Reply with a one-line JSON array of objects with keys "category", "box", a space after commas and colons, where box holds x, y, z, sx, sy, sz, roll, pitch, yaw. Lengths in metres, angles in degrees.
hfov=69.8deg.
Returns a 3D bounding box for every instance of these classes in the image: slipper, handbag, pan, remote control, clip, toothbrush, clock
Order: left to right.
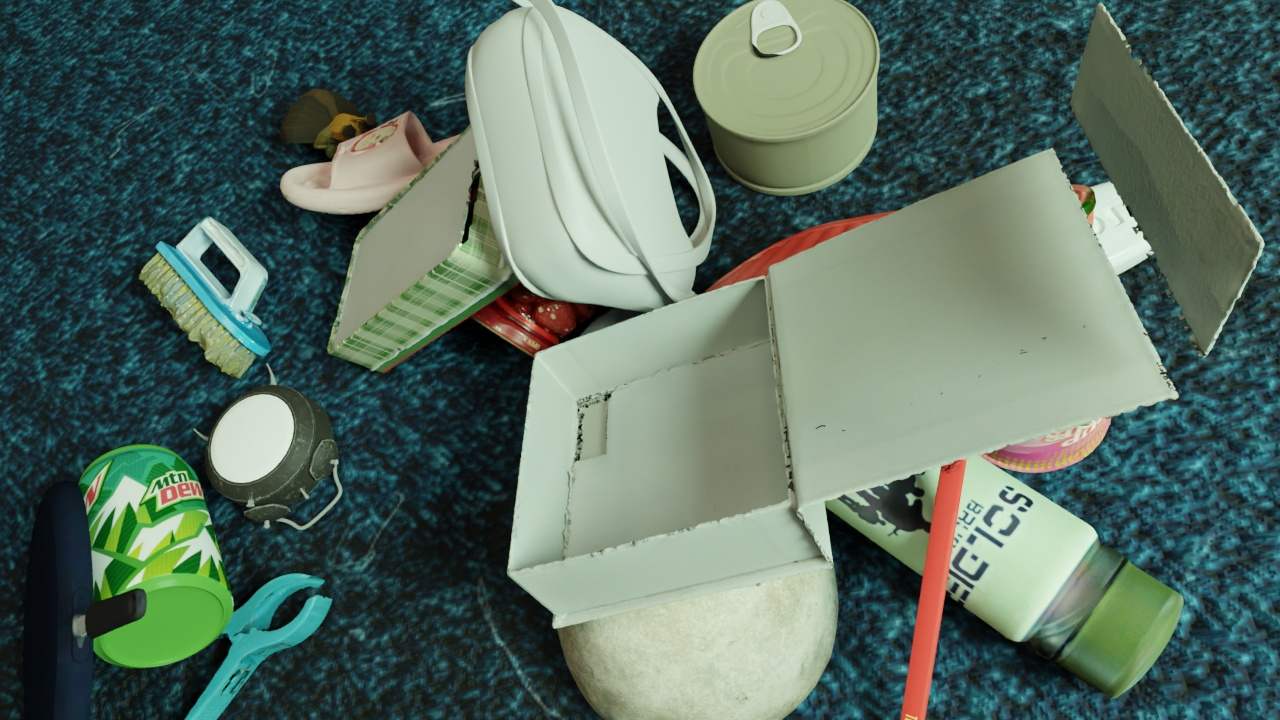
[{"category": "pan", "box": [-0.335, 0.157, 0.539, 0.358, 0.021, 0.198, -24, 69, 48]}, {"category": "clip", "box": [-0.263, 0.196, 0.625, 0.119, 0.027, 0.102, -35, 65, -1]}, {"category": "clock", "box": [-0.271, 0.066, 0.673, 0.091, 0.044, 0.123, -44, 63, -6]}, {"category": "slipper", "box": [-0.176, -0.161, 0.721, 0.221, 0.056, 0.106, -13, 30, 2]}, {"category": "handbag", "box": [-0.007, -0.134, 0.592, 0.096, 0.222, 0.215, -18, 81, 32]}, {"category": "slipper", "box": [0.153, -0.052, 0.573, 0.249, 0.059, 0.103, -10, 23, 34]}, {"category": "toothbrush", "box": [0.152, 0.127, 0.482, 0.012, 0.017, 0.212, 12, 103, 33]}, {"category": "remote control", "box": [0.275, -0.074, 0.592, 0.114, 0.028, 0.060, -26, 63, 3]}]

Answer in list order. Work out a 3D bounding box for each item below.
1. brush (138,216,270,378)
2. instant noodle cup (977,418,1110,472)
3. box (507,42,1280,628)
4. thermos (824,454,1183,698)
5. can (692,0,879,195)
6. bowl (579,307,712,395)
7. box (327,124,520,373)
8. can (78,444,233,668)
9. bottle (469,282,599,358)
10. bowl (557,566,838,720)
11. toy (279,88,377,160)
[{"category": "brush", "box": [-0.334, -0.050, 0.735, 0.075, 0.055, 0.136, -47, 64, -2]}, {"category": "instant noodle cup", "box": [0.229, 0.003, 0.526, 0.098, 0.109, 0.097, -6, 66, 12]}, {"category": "box", "box": [0.092, 0.007, 0.464, 0.369, 0.098, 0.165, -23, 43, 25]}, {"category": "thermos", "box": [0.178, 0.093, 0.520, 0.231, 0.082, 0.082, 35, 79, 26]}, {"category": "can", "box": [0.108, -0.192, 0.665, 0.128, 0.073, 0.127, -6, 65, 13]}, {"category": "bowl", "box": [-0.004, 0.004, 0.629, 0.106, 0.039, 0.106, -6, 65, 13]}, {"category": "box", "box": [-0.146, -0.074, 0.637, 0.206, 0.051, 0.117, -26, 49, 44]}, {"category": "can", "box": [-0.335, 0.129, 0.626, 0.083, 0.083, 0.144, -39, 47, -4]}, {"category": "bottle", "box": [-0.068, -0.063, 0.642, 0.099, 0.099, 0.111, 32, 87, 25]}, {"category": "bowl", "box": [0.025, 0.132, 0.542, 0.178, 0.081, 0.178, -5, 65, 11]}, {"category": "toy", "box": [-0.258, -0.199, 0.778, 0.100, 0.063, 0.076, 10, 33, 34]}]
